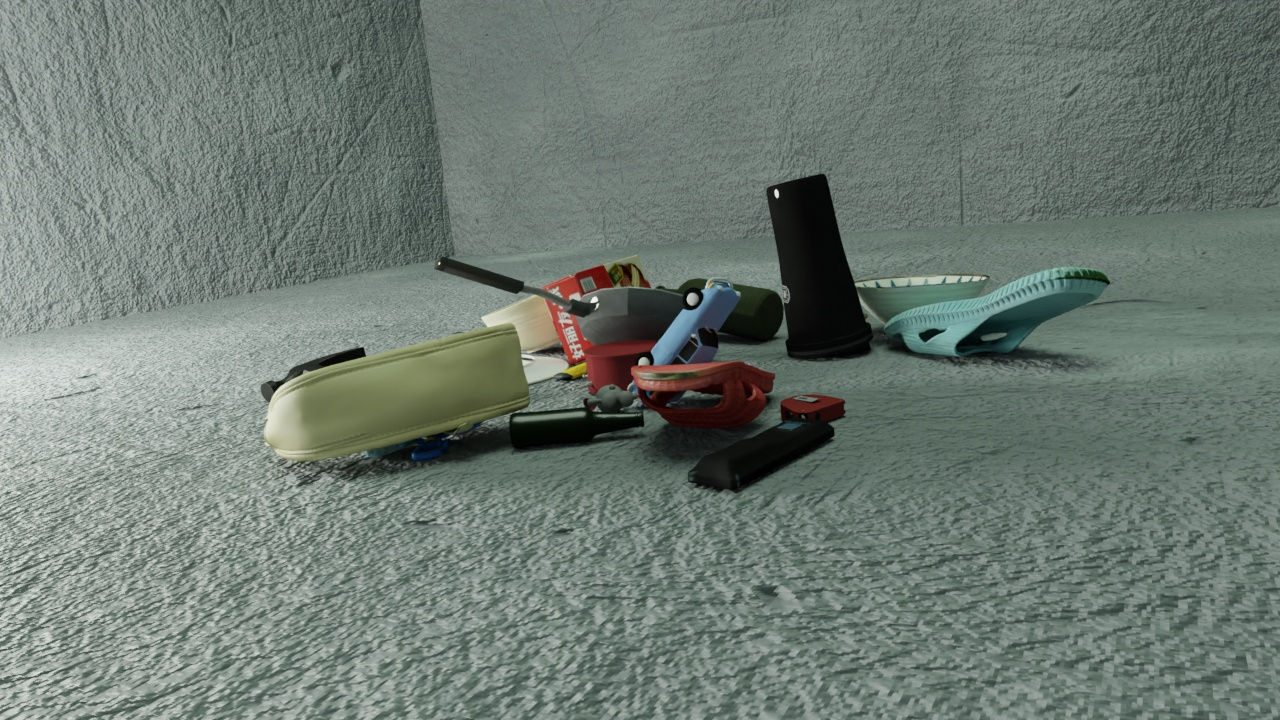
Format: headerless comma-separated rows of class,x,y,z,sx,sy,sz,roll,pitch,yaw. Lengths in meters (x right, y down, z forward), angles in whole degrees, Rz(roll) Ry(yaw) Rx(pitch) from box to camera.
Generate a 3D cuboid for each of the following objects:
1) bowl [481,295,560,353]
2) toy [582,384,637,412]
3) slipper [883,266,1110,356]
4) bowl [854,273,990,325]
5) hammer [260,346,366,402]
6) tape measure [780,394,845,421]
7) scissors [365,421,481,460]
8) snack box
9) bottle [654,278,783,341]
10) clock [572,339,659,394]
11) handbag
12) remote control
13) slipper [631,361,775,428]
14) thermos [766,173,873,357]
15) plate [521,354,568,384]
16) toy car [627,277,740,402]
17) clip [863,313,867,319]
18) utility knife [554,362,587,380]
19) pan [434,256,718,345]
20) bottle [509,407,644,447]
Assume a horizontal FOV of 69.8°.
bowl,-0.147,-0.057,1.337,0.151,0.075,0.150,-21,8,3
toy,-0.030,0.039,0.910,0.049,0.030,0.112,-8,-1,-10
slipper,0.391,-0.040,1.024,0.115,0.069,0.277,0,-11,-27
bowl,0.358,-0.070,1.187,0.177,0.071,0.177,-4,9,0
hammer,-0.325,0.024,1.143,0.306,0.040,0.132,2,19,34
tape measure,0.153,0.044,0.849,0.058,0.019,0.051,-14,14,-37
scissors,-0.215,0.077,0.902,0.110,0.018,0.130,-2,13,5
snack box,-0.047,-0.077,1.302,0.060,0.113,0.235,-20,5,24
bottle,0.102,-0.078,1.308,0.207,0.071,0.071,14,22,42
clock,-0.006,0.006,1.048,0.138,0.048,0.096,-4,11,8
handbag,-0.231,0.040,0.879,0.232,0.088,0.191,-16,-1,-34
remote control,0.100,0.070,0.738,0.047,0.022,0.150,4,14,41
slipper,0.064,0.034,0.853,0.104,0.059,0.248,-2,-4,21
thermos,0.211,-0.111,1.117,0.106,0.219,0.105,-14,11,2
plate,-0.199,0.012,1.203,0.208,0.015,0.208,-6,11,1
toy car,0.049,-0.017,0.943,0.055,0.153,0.056,45,18,25
clip,0.284,-0.049,1.231,0.061,0.049,0.026,20,-3,-32
utility knife,-0.034,-0.005,1.202,0.030,0.019,0.217,9,23,36
pan,-0.070,-0.058,1.081,0.356,0.041,0.179,16,-20,-26
bottle,-0.058,0.060,0.848,0.123,0.033,0.033,-5,11,0
